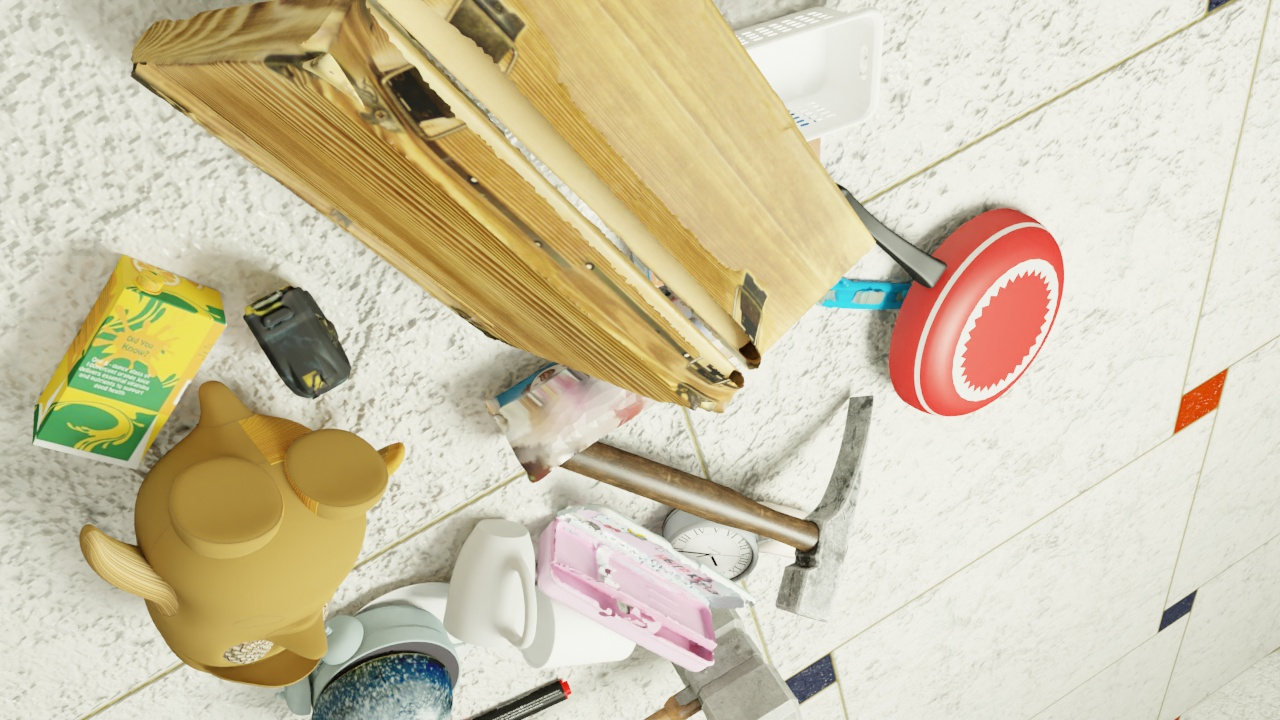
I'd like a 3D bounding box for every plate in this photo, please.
[{"bbox_3d":[-0.205,0.242,0.812,0.134,0.011,0.135,-16,130,-20],"label":"plate"}]

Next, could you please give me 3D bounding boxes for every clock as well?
[{"bbox_3d":[-0.227,0.262,0.773,0.159,0.045,0.123,25,108,-40],"label":"clock"},{"bbox_3d":[0.060,0.185,0.887,0.094,0.035,0.123,32,121,-19],"label":"clock"}]

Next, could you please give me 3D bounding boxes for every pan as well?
[{"bbox_3d":[0.276,-0.065,0.825,0.356,0.067,0.209,27,98,-45],"label":"pan"}]

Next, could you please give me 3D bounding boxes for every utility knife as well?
[{"bbox_3d":[0.221,-0.060,0.836,0.173,0.015,0.031,-3,126,-31],"label":"utility knife"}]

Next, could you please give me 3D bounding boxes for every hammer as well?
[{"bbox_3d":[0.072,0.089,0.819,0.300,0.037,0.217,23,75,-23],"label":"hammer"},{"bbox_3d":[-0.011,0.383,0.931,0.317,0.162,0.083,-28,133,-10],"label":"hammer"}]

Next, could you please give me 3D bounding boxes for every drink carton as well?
[{"bbox_3d":[-0.303,0.001,0.547,0.058,0.041,0.123,26,109,-41],"label":"drink carton"}]

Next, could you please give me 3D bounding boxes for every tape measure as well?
[{"bbox_3d":[-0.211,-0.012,0.573,0.042,0.072,0.071,-34,106,-11],"label":"tape measure"}]

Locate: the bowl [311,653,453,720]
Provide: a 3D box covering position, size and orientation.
[{"bbox_3d":[-0.201,0.299,0.743,0.114,0.060,0.115,-17,132,-20],"label":"bowl"}]

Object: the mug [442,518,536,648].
[{"bbox_3d":[-0.113,0.187,0.758,0.071,0.107,0.089,5,101,-37],"label":"mug"}]

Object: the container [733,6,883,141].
[{"bbox_3d":[0.099,-0.195,0.633,0.129,0.049,0.081,-22,132,-15],"label":"container"}]

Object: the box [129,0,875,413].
[{"bbox_3d":[-0.064,-0.104,0.459,0.215,0.257,0.279,-45,134,3],"label":"box"}]

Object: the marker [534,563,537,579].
[{"bbox_3d":[-0.050,0.199,0.865,0.138,0.022,0.016,6,133,-35],"label":"marker"}]

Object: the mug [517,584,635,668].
[{"bbox_3d":[-0.069,0.256,0.872,0.090,0.073,0.111,7,145,-35],"label":"mug"}]

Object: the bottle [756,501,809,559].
[{"bbox_3d":[0.162,0.182,0.960,0.146,0.051,0.051,20,111,-40],"label":"bottle"}]

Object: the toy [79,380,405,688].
[{"bbox_3d":[-0.258,0.137,0.608,0.198,0.162,0.204,-16,144,-43],"label":"toy"}]

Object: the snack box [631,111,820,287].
[{"bbox_3d":[0.062,-0.120,0.680,0.151,0.034,0.087,-22,132,-16],"label":"snack box"}]

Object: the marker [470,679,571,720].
[{"bbox_3d":[-0.140,0.365,0.939,0.144,0.021,0.024,-19,154,-18],"label":"marker"}]

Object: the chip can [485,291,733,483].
[{"bbox_3d":[-0.004,0.004,0.705,0.229,0.080,0.080,-32,134,-7],"label":"chip can"}]

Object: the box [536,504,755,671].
[{"bbox_3d":[0.012,0.192,0.823,0.202,0.087,0.095,35,115,-25],"label":"box"}]
